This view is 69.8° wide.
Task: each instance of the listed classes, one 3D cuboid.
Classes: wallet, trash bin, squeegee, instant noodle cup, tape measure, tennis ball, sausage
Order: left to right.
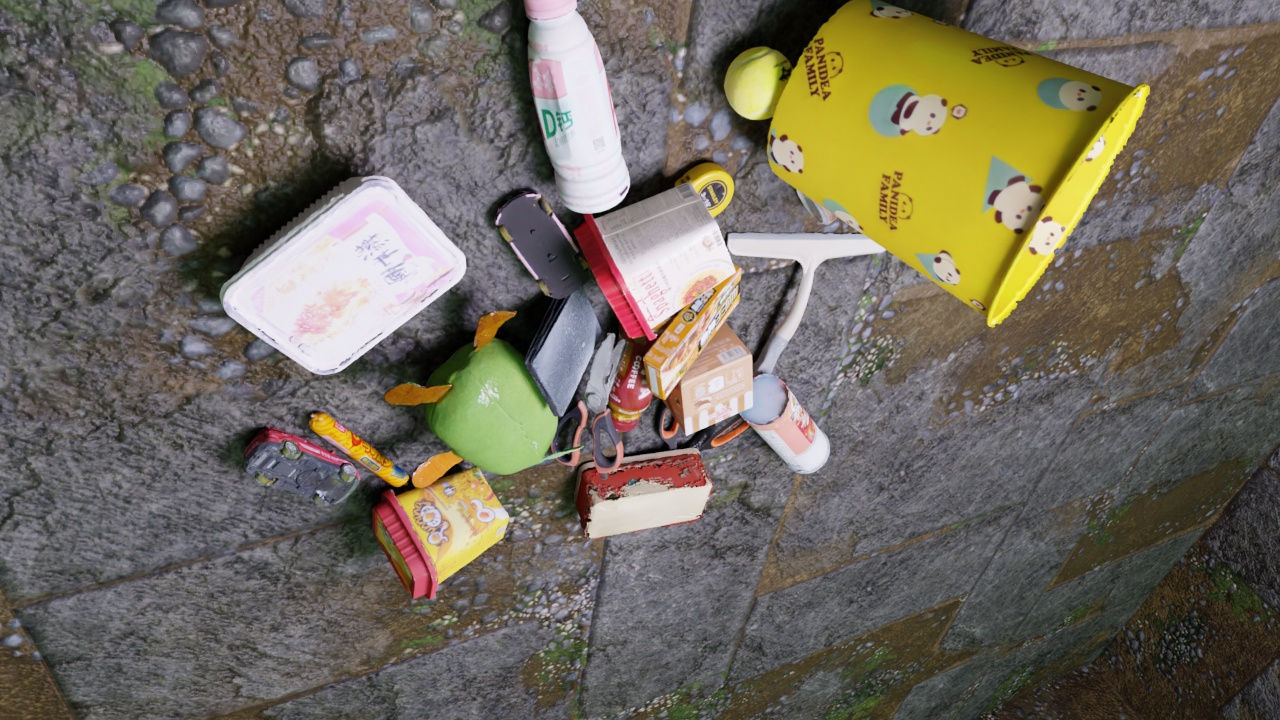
[{"bbox_3d":[-0.255,-0.081,0.788,0.173,0.060,0.138,-38,140,3],"label":"instant noodle cup"},{"bbox_3d":[-0.294,0.096,0.967,0.021,0.021,0.165,-35,140,1],"label":"sausage"},{"bbox_3d":[-0.223,0.188,1.033,0.123,0.116,0.116,-27,161,-26],"label":"instant noodle cup"},{"bbox_3d":[-0.077,-0.014,0.950,0.097,0.019,0.120,67,39,-49],"label":"wallet"},{"bbox_3d":[0.017,-0.102,0.895,0.124,0.116,0.116,-28,140,3],"label":"instant noodle cup"},{"bbox_3d":[0.064,-0.173,0.932,0.057,0.029,0.060,-34,140,1],"label":"tape measure"},{"bbox_3d":[0.111,-0.257,0.851,0.065,0.065,0.066,-18,138,-18],"label":"tennis ball"},{"bbox_3d":[0.175,-0.043,1.126,0.246,0.039,0.247,-4,132,-30],"label":"squeegee"},{"bbox_3d":[0.273,-0.193,0.836,0.229,0.255,0.230,-42,154,-27],"label":"trash bin"}]

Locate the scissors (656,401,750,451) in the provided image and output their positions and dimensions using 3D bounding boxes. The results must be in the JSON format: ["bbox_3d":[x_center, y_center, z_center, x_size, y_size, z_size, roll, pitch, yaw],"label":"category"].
[{"bbox_3d":[0.050,0.114,1.217,0.221,0.021,0.224,-26,138,0],"label":"scissors"}]

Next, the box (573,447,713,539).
[{"bbox_3d":[0.006,0.176,1.183,0.168,0.079,0.091,-7,136,-19],"label":"box"}]

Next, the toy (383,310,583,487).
[{"bbox_3d":[-0.155,0.047,0.959,0.226,0.090,0.247,-42,145,-11],"label":"toy"}]

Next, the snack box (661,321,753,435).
[{"bbox_3d":[0.075,0.018,1.091,0.092,0.077,0.094,-23,138,-13],"label":"snack box"}]

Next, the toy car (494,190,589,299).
[{"bbox_3d":[-0.094,-0.112,0.884,0.056,0.037,0.122,-34,127,0],"label":"toy car"}]

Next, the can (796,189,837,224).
[{"bbox_3d":[0.230,-0.202,0.990,0.116,0.058,0.058,-36,140,2],"label":"can"}]

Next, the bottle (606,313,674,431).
[{"bbox_3d":[-0.006,0.006,1.040,0.057,0.057,0.175,-9,134,-27],"label":"bottle"}]

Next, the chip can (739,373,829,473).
[{"bbox_3d":[0.193,0.088,1.221,0.071,0.071,0.214,-39,147,6],"label":"chip can"}]

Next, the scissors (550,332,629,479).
[{"bbox_3d":[-0.041,0.059,1.045,0.207,0.015,0.194,-22,113,35],"label":"scissors"}]

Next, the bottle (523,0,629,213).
[{"bbox_3d":[-0.056,-0.221,0.778,0.068,0.068,0.197,-24,136,-12],"label":"bottle"}]

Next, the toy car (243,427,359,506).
[{"bbox_3d":[-0.341,0.106,0.927,0.053,0.045,0.120,-41,134,11],"label":"toy car"}]

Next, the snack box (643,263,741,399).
[{"bbox_3d":[0.058,-0.034,1.008,0.153,0.026,0.075,-52,159,-20],"label":"snack box"}]
